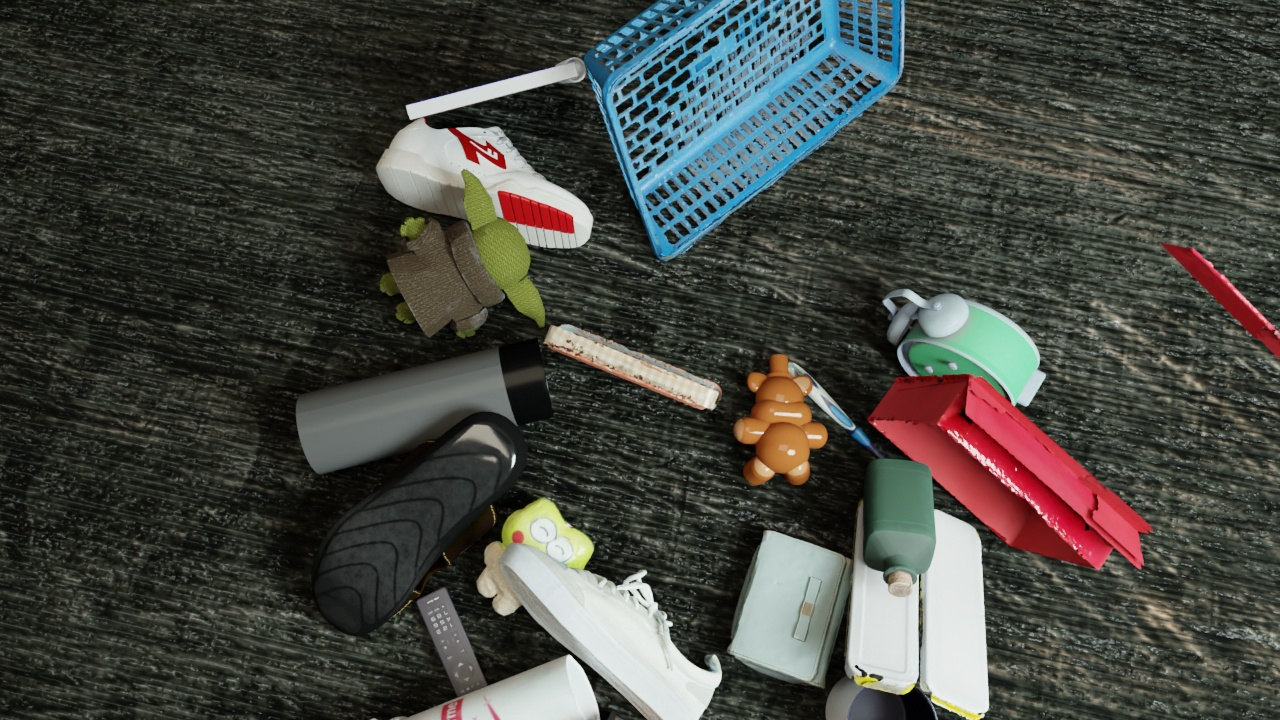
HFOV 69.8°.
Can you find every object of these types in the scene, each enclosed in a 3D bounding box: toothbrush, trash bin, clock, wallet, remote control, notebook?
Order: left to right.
[{"bbox_3d":[-0.174,0.287,0.884,0.032,0.015,0.136,-26,78,-6],"label":"remote control"},{"bbox_3d":[-0.147,-0.281,0.951,0.171,0.209,0.022,-16,108,-3],"label":"notebook"},{"bbox_3d":[0.017,0.411,0.783,0.172,0.140,0.139,26,76,8],"label":"trash bin"},{"bbox_3d":[0.146,0.236,0.878,0.100,0.054,0.131,17,71,4],"label":"wallet"},{"bbox_3d":[0.218,0.069,0.937,0.016,0.017,0.189,-42,79,-9],"label":"toothbrush"},{"bbox_3d":[0.303,-0.012,0.897,0.161,0.122,0.075,39,76,-9],"label":"clock"}]

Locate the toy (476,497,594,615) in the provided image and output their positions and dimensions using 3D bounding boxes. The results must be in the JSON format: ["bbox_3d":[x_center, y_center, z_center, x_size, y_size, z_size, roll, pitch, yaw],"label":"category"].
[{"bbox_3d":[-0.107,0.196,0.893,0.115,0.046,0.092,-45,87,-2],"label":"toy"}]

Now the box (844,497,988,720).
[{"bbox_3d":[0.254,0.217,0.840,0.129,0.036,0.209,17,42,3],"label":"box"}]

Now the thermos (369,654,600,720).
[{"bbox_3d":[-0.150,0.338,0.819,0.220,0.099,0.099,-25,76,2],"label":"thermos"}]

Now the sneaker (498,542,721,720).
[{"bbox_3d":[-0.023,0.239,0.852,0.242,0.090,0.090,44,66,-6],"label":"sneaker"}]

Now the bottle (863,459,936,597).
[{"bbox_3d":[0.235,0.156,0.836,0.061,0.061,0.131,5,41,10],"label":"bottle"}]

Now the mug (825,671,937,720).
[{"bbox_3d":[0.222,0.338,0.822,0.078,0.097,0.112,-24,76,-6],"label":"mug"}]

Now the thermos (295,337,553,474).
[{"bbox_3d":[-0.209,0.045,0.916,0.240,0.082,0.082,-14,75,-3],"label":"thermos"}]

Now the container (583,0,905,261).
[{"bbox_3d":[0.109,-0.300,0.935,0.361,0.257,0.089,-38,57,-10],"label":"container"}]

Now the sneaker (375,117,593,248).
[{"bbox_3d":[-0.155,-0.203,0.988,0.237,0.090,0.104,16,67,8],"label":"sneaker"}]

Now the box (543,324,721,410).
[{"bbox_3d":[-0.006,0.007,0.931,0.187,0.083,0.042,23,87,5],"label":"box"}]

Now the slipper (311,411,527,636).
[{"bbox_3d":[-0.212,0.154,0.888,0.113,0.075,0.268,43,95,-3],"label":"slipper"}]

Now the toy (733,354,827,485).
[{"bbox_3d":[0.138,0.059,0.926,0.095,0.065,0.127,4,66,-6],"label":"toy"}]

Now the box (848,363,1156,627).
[{"bbox_3d":[0.322,0.100,0.834,0.214,0.165,0.152,39,35,-8],"label":"box"}]

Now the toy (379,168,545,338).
[{"bbox_3d":[-0.188,-0.091,0.944,0.152,0.078,0.179,-26,114,-3],"label":"toy"}]
